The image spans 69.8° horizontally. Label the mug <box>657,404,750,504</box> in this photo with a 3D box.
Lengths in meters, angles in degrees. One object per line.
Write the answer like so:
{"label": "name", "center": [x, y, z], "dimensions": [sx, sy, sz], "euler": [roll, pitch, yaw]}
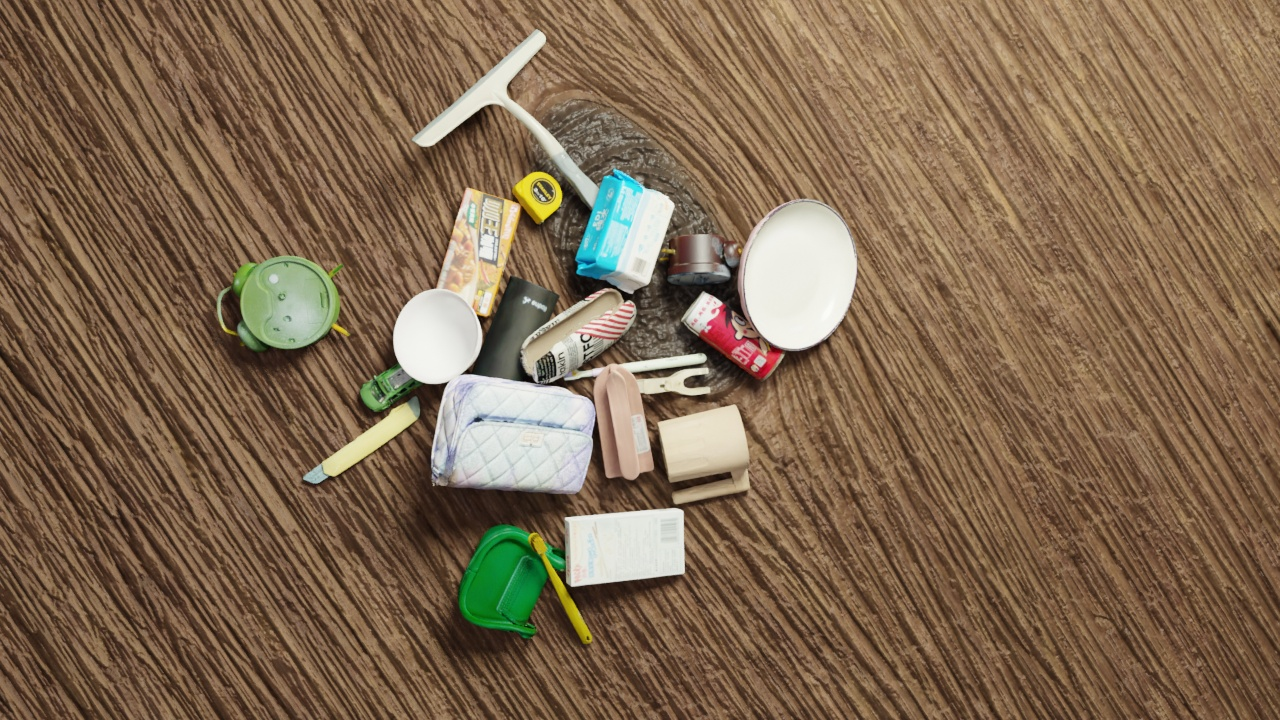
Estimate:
{"label": "mug", "center": [0.083, 0.125, 1.184], "dimensions": [0.103, 0.084, 0.125], "euler": [-11, 117, -2]}

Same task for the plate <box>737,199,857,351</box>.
{"label": "plate", "center": [0.195, -0.109, 1.172], "dimensions": [0.192, 0.039, 0.192], "euler": [-7, 104, -31]}

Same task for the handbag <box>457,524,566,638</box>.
{"label": "handbag", "center": [-0.164, 0.281, 1.169], "dimensions": [0.120, 0.068, 0.131], "euler": [25, 88, -10]}

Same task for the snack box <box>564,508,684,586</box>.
{"label": "snack box", "center": [-0.019, 0.238, 1.175], "dimensions": [0.156, 0.027, 0.084], "euler": [-1, 91, -21]}

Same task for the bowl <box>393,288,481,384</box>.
{"label": "bowl", "center": [-0.245, -0.027, 1.161], "dimensions": [0.118, 0.064, 0.118], "euler": [-2, 84, 15]}

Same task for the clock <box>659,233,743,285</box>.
{"label": "clock", "center": [0.086, -0.129, 1.176], "dimensions": [0.122, 0.082, 0.055], "euler": [-2, 84, -1]}

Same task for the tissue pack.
{"label": "tissue pack", "center": [-0.022, -0.163, 1.168], "dimensions": [0.090, 0.063, 0.140], "euler": [18, 90, -34]}

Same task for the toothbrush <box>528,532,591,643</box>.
{"label": "toothbrush", "center": [-0.098, 0.291, 1.157], "dimensions": [0.015, 0.017, 0.190], "euler": [-33, 120, -21]}

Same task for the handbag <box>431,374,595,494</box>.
{"label": "handbag", "center": [-0.152, 0.094, 1.122], "dimensions": [0.193, 0.076, 0.134], "euler": [9, 96, -36]}

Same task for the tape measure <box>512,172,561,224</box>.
{"label": "tape measure", "center": [-0.132, -0.212, 1.184], "dimensions": [0.057, 0.029, 0.060], "euler": [-46, 103, -27]}

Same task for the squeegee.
{"label": "squeegee", "center": [-0.115, -0.266, 1.163], "dimensions": [0.246, 0.039, 0.245], "euler": [46, 63, -14]}

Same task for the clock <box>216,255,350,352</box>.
{"label": "clock", "center": [-0.455, -0.070, 1.161], "dimensions": [0.161, 0.056, 0.116], "euler": [-5, 90, -3]}

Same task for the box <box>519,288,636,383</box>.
{"label": "box", "center": [-0.084, -0.034, 1.168], "dimensions": [0.163, 0.075, 0.077], "euler": [-37, 61, -22]}

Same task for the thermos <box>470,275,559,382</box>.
{"label": "thermos", "center": [-0.172, 0.019, 1.178], "dimensions": [0.090, 0.068, 0.242], "euler": [21, 91, -35]}

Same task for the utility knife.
{"label": "utility knife", "center": [-0.357, 0.107, 1.184], "dimensions": [0.177, 0.019, 0.031], "euler": [-35, 87, -8]}

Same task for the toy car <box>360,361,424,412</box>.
{"label": "toy car", "center": [-0.318, 0.030, 1.179], "dimensions": [0.091, 0.036, 0.043], "euler": [-34, 93, 1]}

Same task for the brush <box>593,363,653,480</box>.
{"label": "brush", "center": [-0.024, 0.076, 1.166], "dimensions": [0.063, 0.073, 0.146], "euler": [-9, 101, -3]}

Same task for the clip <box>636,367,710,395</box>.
{"label": "clip", "center": [0.043, 0.031, 1.197], "dimensions": [0.097, 0.060, 0.034], "euler": [-7, 91, -14]}

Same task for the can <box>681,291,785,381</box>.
{"label": "can", "center": [0.120, -0.032, 1.191], "dimensions": [0.133, 0.053, 0.053], "euler": [36, 88, -2]}

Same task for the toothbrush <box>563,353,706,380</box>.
{"label": "toothbrush", "center": [-0.007, 0.007, 1.202], "dimensions": [0.189, 0.029, 0.020], "euler": [-6, 132, -4]}

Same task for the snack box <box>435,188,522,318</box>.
{"label": "snack box", "center": [-0.210, -0.139, 1.188], "dimensions": [0.075, 0.026, 0.153], "euler": [17, 89, -3]}
